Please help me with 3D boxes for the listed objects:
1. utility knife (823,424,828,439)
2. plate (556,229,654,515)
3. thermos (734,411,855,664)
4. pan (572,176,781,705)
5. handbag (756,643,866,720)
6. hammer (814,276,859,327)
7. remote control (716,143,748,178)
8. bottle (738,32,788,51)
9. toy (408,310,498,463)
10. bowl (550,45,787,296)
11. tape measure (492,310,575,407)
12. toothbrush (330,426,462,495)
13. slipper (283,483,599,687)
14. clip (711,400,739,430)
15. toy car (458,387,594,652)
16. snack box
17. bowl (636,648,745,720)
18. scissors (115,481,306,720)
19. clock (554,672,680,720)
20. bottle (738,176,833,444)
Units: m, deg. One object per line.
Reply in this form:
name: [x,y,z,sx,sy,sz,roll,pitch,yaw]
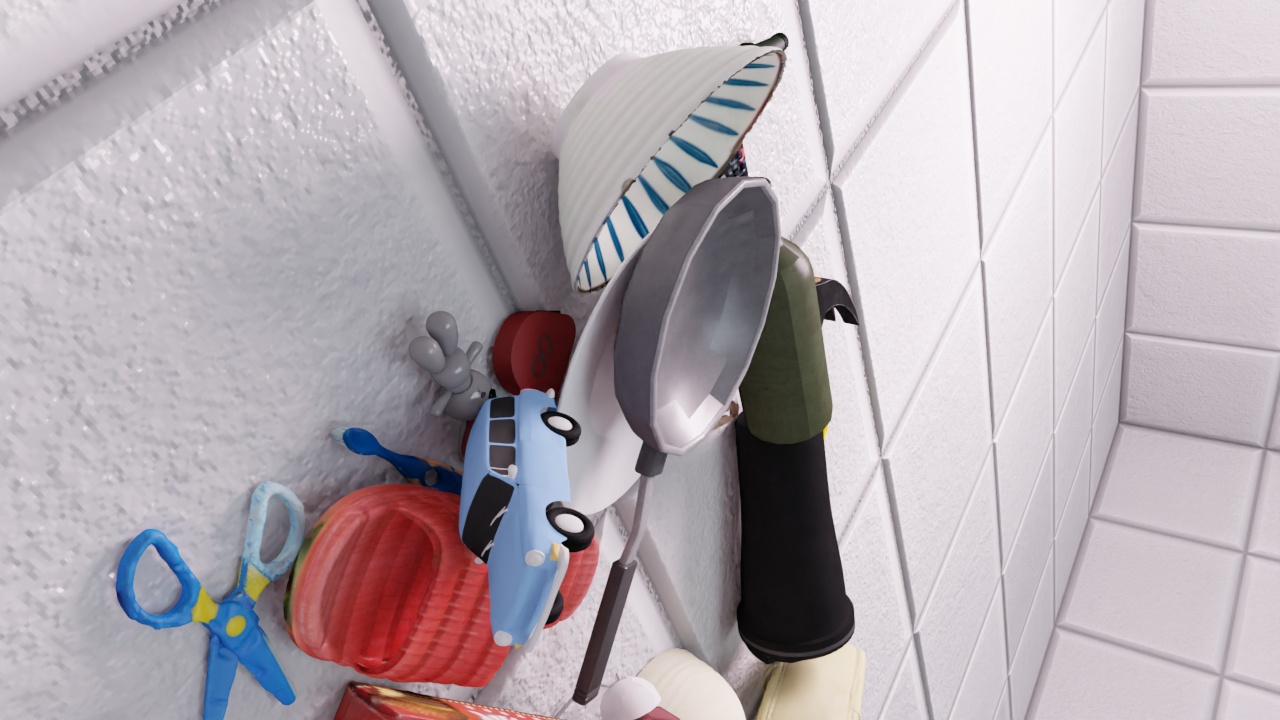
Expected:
utility knife: [0.174,0.148,0.943,0.030,0.019,0.218,-6,108,-46]
plate: [-0.003,0.003,0.608,0.208,0.015,0.209,-49,152,-39]
thermos: [0.129,0.150,0.806,0.105,0.106,0.219,-29,118,-49]
pan: [0.008,0.054,0.586,0.178,0.041,0.357,-3,111,-66]
handbag: [0.148,0.350,0.867,0.232,0.088,0.191,-54,157,-56]
hammer: [0.153,0.073,0.872,0.132,0.040,0.306,-21,117,-48]
remote control: [0.074,-0.093,0.719,0.047,0.022,0.150,-44,131,-39]
bottle: [0.076,-0.215,0.674,0.122,0.033,0.033,-45,134,-40]
toy: [-0.094,0.018,0.496,0.049,0.030,0.112,-63,154,-30]
bowl: [-0.001,-0.125,0.526,0.177,0.071,0.177,-47,174,-6]
tape measure: [-0.064,-0.007,0.543,0.051,0.019,0.059,40,60,-50]
toothbrush: [-0.116,0.060,0.491,0.021,0.017,0.135,-65,148,-13]
slipper: [-0.085,0.127,0.505,0.248,0.059,0.103,24,89,-59]
clip: [0.051,0.040,0.726,0.061,0.049,0.026,-4,108,-14]
toy car: [-0.059,0.068,0.442,0.054,0.153,0.056,15,114,-15]
snack box: [-0.075,0.263,0.522,0.236,0.060,0.113,29,74,-40]
bowl: [0.040,0.318,0.741,0.150,0.075,0.151,-23,118,-51]
scissors: [-0.180,0.113,0.419,0.110,0.018,0.131,-44,134,-36]
clock: [-0.003,0.287,0.650,0.137,0.048,0.096,46,74,-6]
bottle: [0.098,-0.036,0.691,0.071,0.071,0.207,-45,132,-40]
